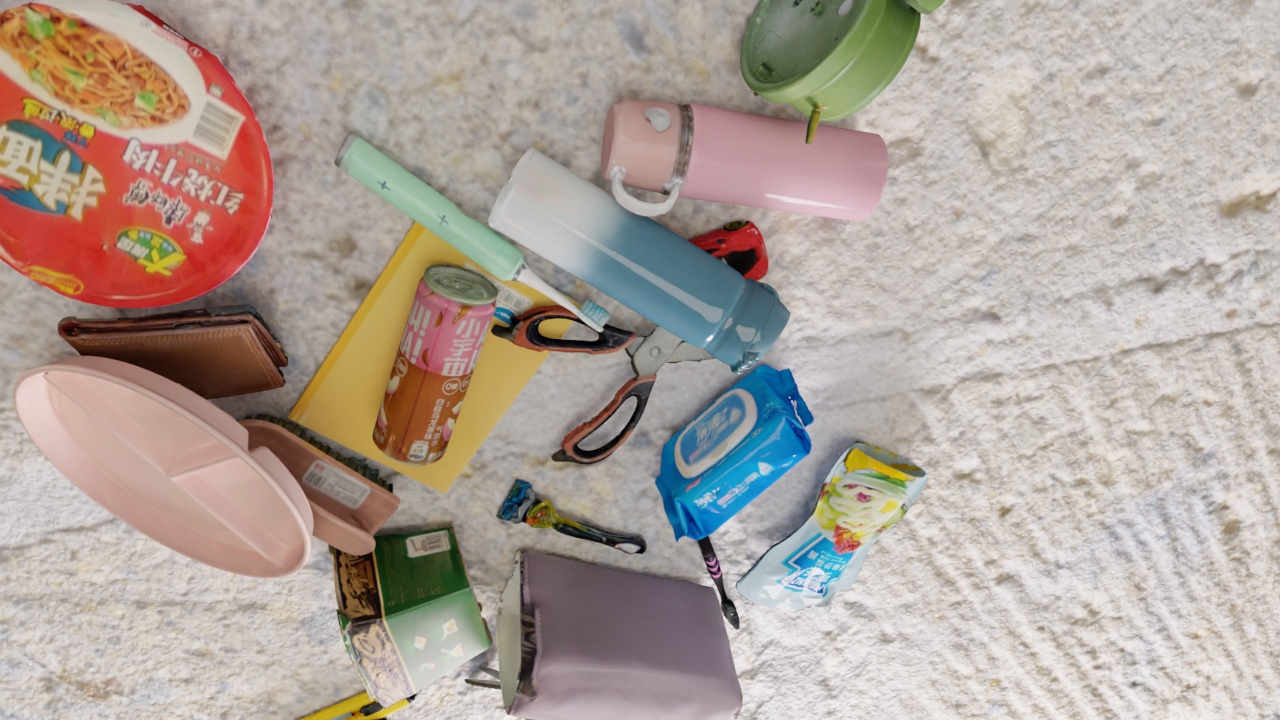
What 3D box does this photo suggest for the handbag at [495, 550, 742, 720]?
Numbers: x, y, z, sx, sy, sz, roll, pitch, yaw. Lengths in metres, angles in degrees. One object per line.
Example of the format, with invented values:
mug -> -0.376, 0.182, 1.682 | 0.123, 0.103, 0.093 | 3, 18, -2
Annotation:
handbag -> -0.023, 0.259, 0.809 | 0.197, 0.144, 0.099 | 14, 112, -16

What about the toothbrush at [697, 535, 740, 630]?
toothbrush -> 0.065, 0.184, 0.859 | 0.014, 0.017, 0.189 | -24, 119, -7

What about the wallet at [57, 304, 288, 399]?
wallet -> -0.322, -0.005, 0.646 | 0.124, 0.032, 0.101 | -6, 155, -9

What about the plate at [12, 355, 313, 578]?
plate -> -0.336, 0.080, 0.661 | 0.230, 0.028, 0.230 | 13, 138, 12

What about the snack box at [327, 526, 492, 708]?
snack box -> -0.192, 0.204, 0.773 | 0.105, 0.118, 0.118 | -18, 127, -14

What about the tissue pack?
tissue pack -> 0.072, 0.075, 0.757 | 0.157, 0.094, 0.052 | -43, 116, 15

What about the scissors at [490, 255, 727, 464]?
scissors -> -0.006, 0.004, 0.727 | 0.222, 0.015, 0.189 | 0, 121, -4

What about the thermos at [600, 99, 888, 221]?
thermos -> 0.073, -0.134, 0.650 | 0.198, 0.087, 0.067 | 4, 155, -15

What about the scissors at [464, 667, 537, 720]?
scissors -> -0.076, 0.311, 0.833 | 0.173, 0.179, 0.019 | 11, 91, -12

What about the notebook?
notebook -> -0.161, 0.002, 0.721 | 0.146, 0.010, 0.207 | 30, 109, -23

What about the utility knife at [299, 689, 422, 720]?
utility knife -> -0.281, 0.341, 0.878 | 0.154, 0.015, 0.033 | -23, 117, 3

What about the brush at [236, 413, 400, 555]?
brush -> -0.265, 0.095, 0.717 | 0.145, 0.073, 0.063 | 39, 106, -24

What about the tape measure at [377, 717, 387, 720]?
tape measure -> -0.261, 0.380, 0.890 | 0.057, 0.039, 0.058 | -18, 120, -1

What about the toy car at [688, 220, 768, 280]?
toy car -> 0.046, -0.070, 0.710 | 0.106, 0.031, 0.049 | -17, 119, 1

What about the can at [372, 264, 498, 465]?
can -> -0.154, 0.005, 0.684 | 0.058, 0.058, 0.147 | 15, 114, -18

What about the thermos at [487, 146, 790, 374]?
thermos -> 0.002, -0.068, 0.650 | 0.220, 0.070, 0.070 | 30, 110, -6

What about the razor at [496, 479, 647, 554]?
razor -> -0.055, 0.149, 0.814 | 0.142, 0.022, 0.043 | 24, 113, -22

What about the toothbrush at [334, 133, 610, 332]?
toothbrush -> -0.116, -0.085, 0.656 | 0.224, 0.026, 0.027 | 35, 93, -16

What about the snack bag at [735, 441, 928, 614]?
snack bag -> 0.180, 0.165, 0.859 | 0.110, 0.039, 0.191 | 17, 115, -31

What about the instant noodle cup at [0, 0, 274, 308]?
instant noodle cup -> -0.330, -0.132, 0.586 | 0.193, 0.065, 0.194 | -4, 119, -7

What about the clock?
clock -> 0.135, -0.228, 0.595 | 0.056, 0.116, 0.161 | 23, 115, -33
